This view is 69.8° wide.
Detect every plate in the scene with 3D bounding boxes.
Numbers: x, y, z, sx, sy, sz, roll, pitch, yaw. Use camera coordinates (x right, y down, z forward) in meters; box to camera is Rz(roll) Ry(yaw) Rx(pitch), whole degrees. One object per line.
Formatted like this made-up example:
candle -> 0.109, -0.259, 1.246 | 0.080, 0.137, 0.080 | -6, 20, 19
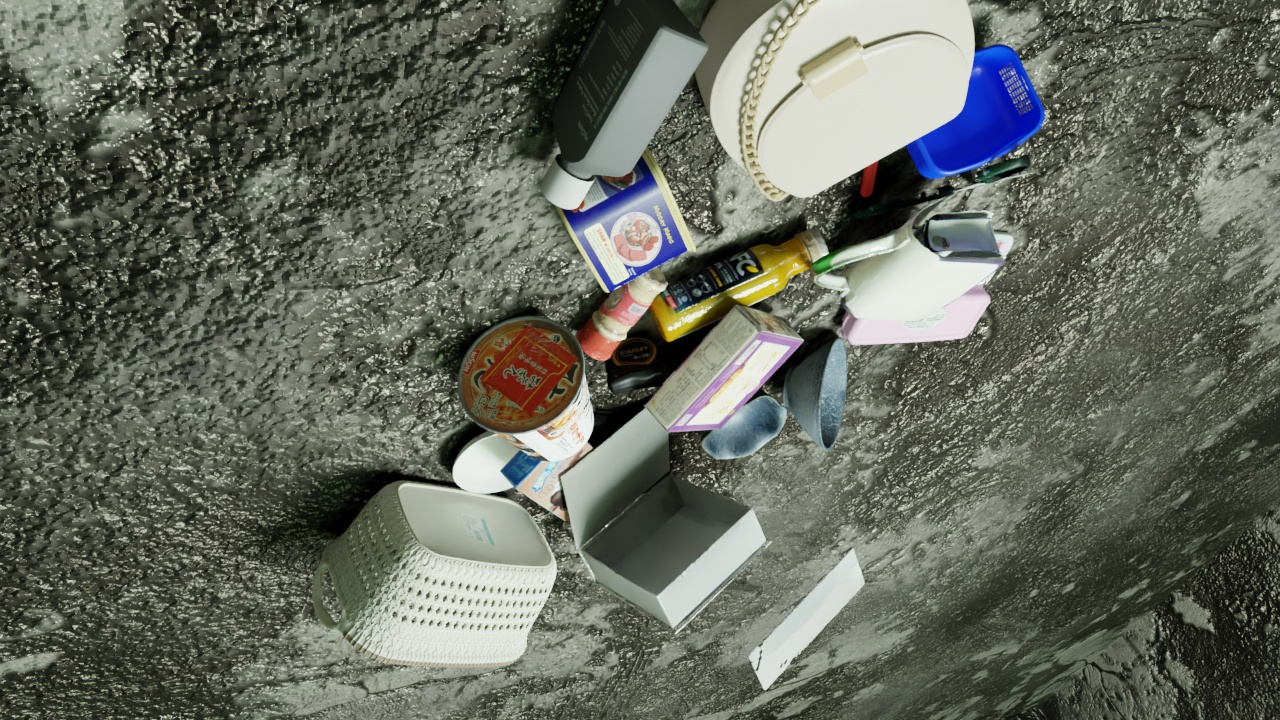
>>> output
plate -> -0.159, 0.105, 1.016 | 0.104, 0.026, 0.104 | -15, 140, -13

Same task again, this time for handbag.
handbag -> 0.154, -0.245, 0.748 | 0.211, 0.103, 0.208 | -27, 142, 19
handbag -> 0.250, -0.102, 0.923 | 0.175, 0.074, 0.152 | -1, 159, -19

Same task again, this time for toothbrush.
toothbrush -> 0.222, -0.236, 0.860 | 0.012, 0.018, 0.213 | -20, 145, -9

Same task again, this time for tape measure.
tape measure -> -0.006, 0.006, 0.962 | 0.062, 0.061, 0.034 | -8, 139, 2

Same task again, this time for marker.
marker -> -0.079, 0.062, 1.024 | 0.138, 0.016, 0.022 | 9, 99, -35

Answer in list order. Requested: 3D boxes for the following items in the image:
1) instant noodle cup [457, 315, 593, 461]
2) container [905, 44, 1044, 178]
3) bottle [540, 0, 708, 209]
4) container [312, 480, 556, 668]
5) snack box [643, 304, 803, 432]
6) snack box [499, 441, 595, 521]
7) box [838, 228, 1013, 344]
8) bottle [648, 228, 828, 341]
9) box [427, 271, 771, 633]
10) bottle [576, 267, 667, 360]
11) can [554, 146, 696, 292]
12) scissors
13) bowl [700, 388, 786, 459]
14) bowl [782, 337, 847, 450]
instant noodle cup -> -0.102, 0.039, 0.911 | 0.123, 0.123, 0.122 | -25, 151, -2
container -> 0.298, -0.225, 0.847 | 0.114, 0.096, 0.058 | -27, -178, 2
bottle -> -0.024, -0.194, 0.708 | 0.046, 0.083, 0.174 | 8, 131, -36
container -> -0.215, 0.234, 1.016 | 0.246, 0.184, 0.143 | 18, 114, -43
snack box -> 0.092, 0.012, 0.971 | 0.144, 0.040, 0.147 | -48, 159, 16
snack box -> -0.090, 0.123, 1.034 | 0.087, 0.034, 0.151 | -46, 151, -5
box -> 0.340, -0.084, 1.079 | 0.201, 0.038, 0.153 | -4, 136, -27
bottle -> 0.100, -0.080, 0.933 | 0.186, 0.053, 0.053 | -25, 142, -3
box -> -0.048, 0.099, 1.084 | 0.167, 0.422, 0.174 | -38, -176, -26
bottle -> -0.019, -0.050, 0.908 | 0.044, 0.044, 0.109 | 15, 126, -40
can -> -0.014, -0.123, 0.816 | 0.092, 0.056, 0.116 | -28, 142, 3
scissors -> 0.322, -0.175, 0.901 | 0.201, 0.015, 0.203 | -15, 180, -8
bowl -> 0.116, 0.067, 1.107 | 0.110, 0.055, 0.111 | -16, 141, -14
bowl -> 0.207, 0.038, 1.110 | 0.057, 0.136, 0.137 | 6, 150, 24
